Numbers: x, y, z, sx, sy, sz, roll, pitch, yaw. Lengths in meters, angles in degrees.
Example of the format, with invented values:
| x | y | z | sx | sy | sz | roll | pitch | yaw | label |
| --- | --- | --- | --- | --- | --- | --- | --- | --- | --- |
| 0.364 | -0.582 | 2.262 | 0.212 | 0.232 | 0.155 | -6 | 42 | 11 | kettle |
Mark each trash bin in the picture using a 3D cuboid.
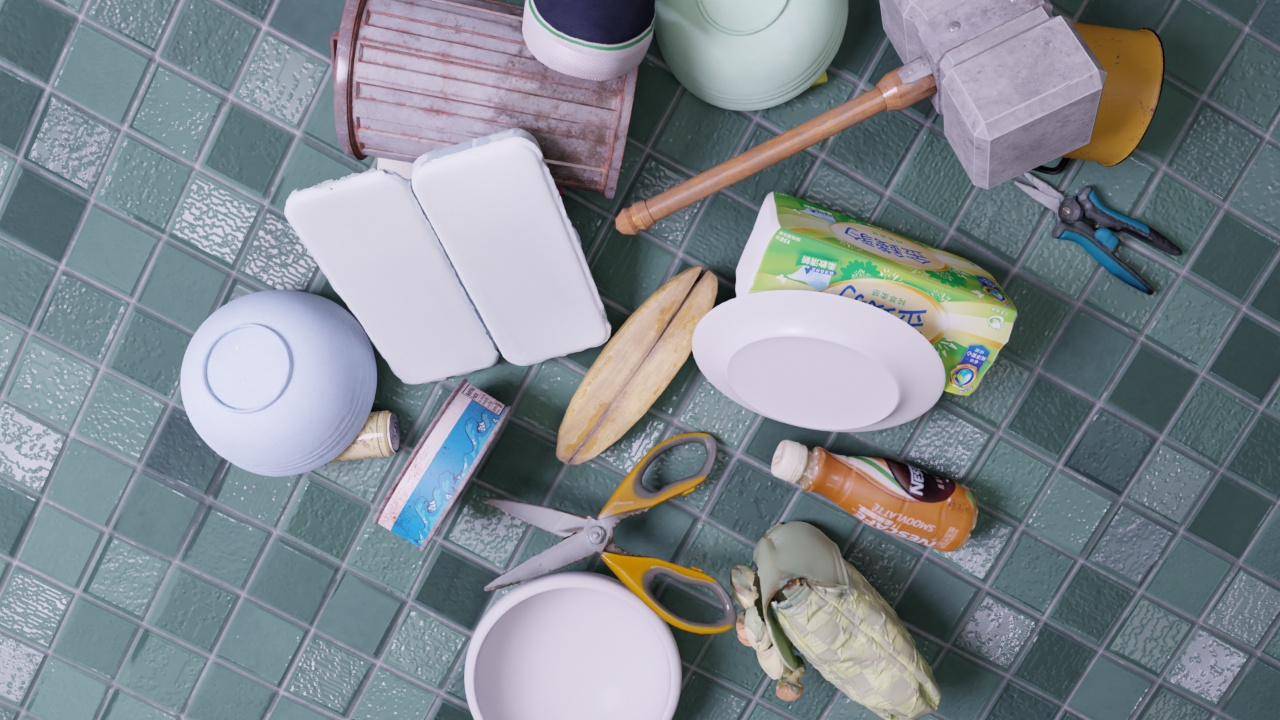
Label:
| x | y | z | sx | sy | sz | roll | pitch | yaw | label |
| --- | --- | --- | --- | --- | --- | --- | --- | --- | --- |
| -0.113 | -0.195 | 0.658 | 0.211 | 0.130 | 0.131 | 9 | 98 | -5 | trash bin |

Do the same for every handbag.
| x | y | z | sx | sy | sz | roll | pitch | yaw | label |
| --- | --- | --- | --- | --- | --- | --- | --- | --- | --- |
| 0.149 | 0.228 | 0.752 | 0.117 | 0.113 | 0.186 | -42 | 98 | 12 | handbag |

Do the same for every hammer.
| x | y | z | sx | sy | sz | roll | pitch | yaw | label |
| --- | --- | --- | --- | --- | --- | --- | --- | --- | --- |
| 0.125 | -0.162 | 0.638 | 0.318 | 0.083 | 0.162 | -25 | 66 | 11 | hammer |

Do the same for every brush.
| x | y | z | sx | sy | sz | roll | pitch | yaw | label |
| --- | --- | --- | --- | --- | --- | --- | --- | --- | --- |
| -0.004 | 0.004 | 0.746 | 0.059 | 0.043 | 0.195 | 37 | 95 | -7 | brush |

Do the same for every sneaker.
| x | y | z | sx | sy | sz | roll | pitch | yaw | label |
| --- | --- | --- | --- | --- | --- | --- | --- | --- | --- |
| -0.021 | -0.268 | 0.607 | 0.084 | 0.234 | 0.079 | 15 | 135 | -4 | sneaker |

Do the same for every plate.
| x | y | z | sx | sy | sz | roll | pitch | yaw | label |
| --- | --- | --- | --- | --- | --- | --- | --- | --- | --- |
| 0.129 | 0.012 | 0.691 | 0.188 | 0.189 | 0.016 | 20 | 60 | -4 | plate |

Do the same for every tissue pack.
| x | y | z | sx | sy | sz | roll | pitch | yaw | label |
| --- | --- | --- | --- | --- | --- | --- | --- | --- | --- |
| 0.164 | -0.027 | 0.717 | 0.198 | 0.120 | 0.142 | 22 | 116 | 2 | tissue pack |

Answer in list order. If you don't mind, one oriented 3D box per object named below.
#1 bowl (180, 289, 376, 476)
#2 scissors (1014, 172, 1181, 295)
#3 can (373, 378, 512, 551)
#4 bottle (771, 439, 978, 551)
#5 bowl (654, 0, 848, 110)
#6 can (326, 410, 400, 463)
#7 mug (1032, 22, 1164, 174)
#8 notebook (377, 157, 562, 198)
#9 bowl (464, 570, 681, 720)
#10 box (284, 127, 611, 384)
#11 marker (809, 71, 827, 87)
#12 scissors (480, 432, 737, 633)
| x | y | z | sx | sy | sz | roll | pitch | yaw | label |
| --- | --- | --- | --- | --- | --- | --- | --- | --- | --- |
| -0.287 | 0.011 | 0.704 | 0.150 | 0.075 | 0.150 | 0 | 80 | 2 | bowl |
| 0.373 | -0.103 | 0.750 | 0.126 | 0.019 | 0.144 | -16 | 97 | 2 | scissors |
| -0.152 | 0.080 | 0.711 | 0.044 | 0.130 | 0.130 | 32 | 97 | -6 | can |
| 0.191 | 0.106 | 0.758 | 0.167 | 0.059 | 0.059 | 19 | 98 | -4 | bottle |
| 0.078 | -0.266 | 0.677 | 0.151 | 0.077 | 0.151 | 1 | 97 | 10 | bowl |
| -0.241 | 0.063 | 0.753 | 0.079 | 0.038 | 0.038 | -6 | 99 | 0 | can |
| 0.319 | -0.196 | 0.701 | 0.094 | 0.100 | 0.124 | 7 | 139 | -1 | mug |
| -0.139 | -0.125 | 0.740 | 0.153 | 0.012 | 0.209 | 7 | 99 | -3 | notebook |
| -0.055 | 0.254 | 0.772 | 0.176 | 0.066 | 0.176 | 0 | 99 | -1 | bowl |
| -0.133 | -0.064 | 0.677 | 0.189 | 0.037 | 0.209 | -14 | 137 | 3 | box |
| 0.126 | -0.278 | 0.716 | 0.017 | 0.021 | 0.124 | -12 | 98 | 0 | marker |
| -0.014 | 0.130 | 0.739 | 0.225 | 0.016 | 0.216 | 23 | 69 | 0 | scissors |
